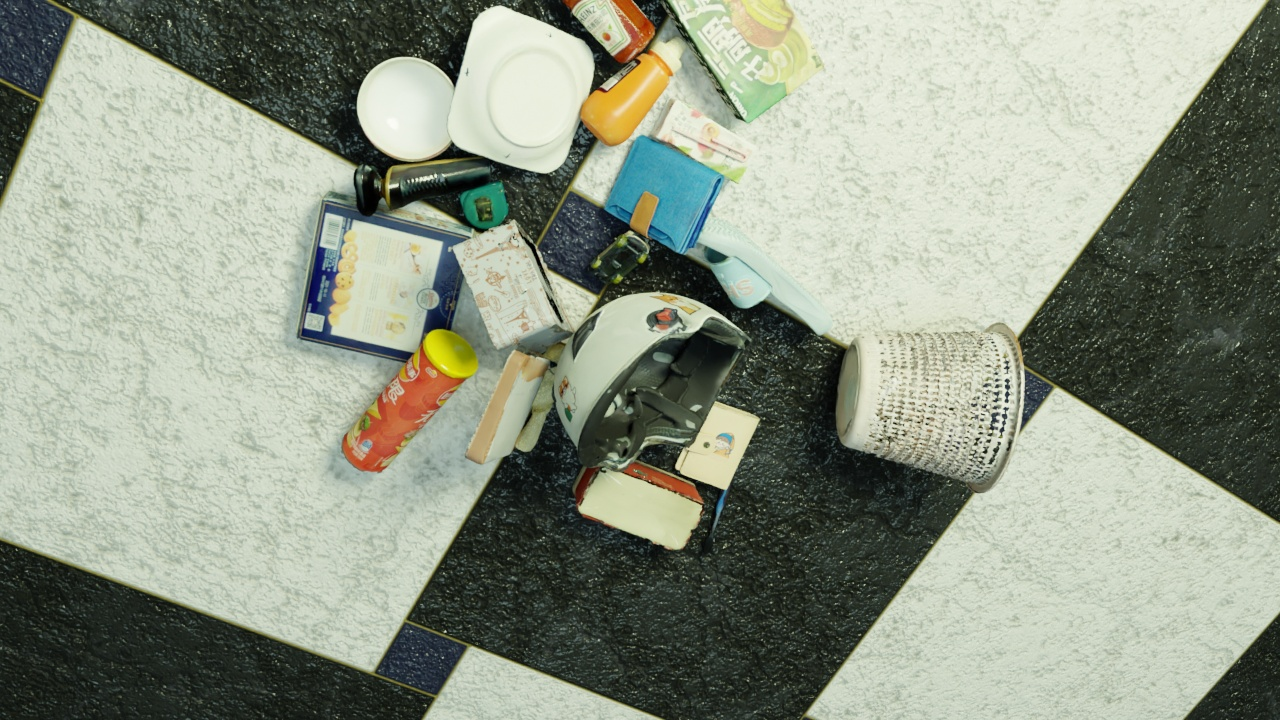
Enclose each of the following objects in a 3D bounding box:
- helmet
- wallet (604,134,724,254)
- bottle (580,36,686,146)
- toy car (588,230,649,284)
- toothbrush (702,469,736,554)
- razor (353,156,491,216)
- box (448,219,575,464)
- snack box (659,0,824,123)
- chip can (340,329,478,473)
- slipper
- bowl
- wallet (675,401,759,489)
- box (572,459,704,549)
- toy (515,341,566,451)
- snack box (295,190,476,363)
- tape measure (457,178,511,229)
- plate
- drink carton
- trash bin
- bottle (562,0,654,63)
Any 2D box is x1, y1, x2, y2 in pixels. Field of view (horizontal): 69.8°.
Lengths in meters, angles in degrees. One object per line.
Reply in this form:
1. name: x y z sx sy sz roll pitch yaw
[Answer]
1. helmet: -0.007 0.007 1.126 0.273 0.157 0.231 -14 139 -42
2. wallet: 0.026 -0.199 1.096 0.040 0.133 0.106 5 115 -54
3. bottle: -0.002 -0.321 1.076 0.149 0.067 0.067 -46 111 2
4. toy car: -0.026 -0.130 1.139 0.042 0.035 0.091 33 138 -23
5. toothbrush: 0.119 0.195 1.322 0.014 0.016 0.190 14 106 -5
6. razor: -0.252 -0.212 1.070 0.167 0.067 0.062 -16 132 -22
7. box: -0.145 -0.017 1.069 0.126 0.179 0.273 0 88 3
8. snack box: 0.100 -0.404 1.056 0.114 0.063 0.240 -35 112 6
9. chip can: -0.289 0.053 1.136 0.073 0.073 0.217 35 122 -20
10. slipper: 0.146 -0.100 1.166 0.245 0.104 0.074 35 104 -26
11. bowl: -0.261 -0.287 1.045 0.113 0.062 0.113 -3 110 -9
12. wallet: 0.104 0.117 1.280 0.087 0.024 0.115 21 107 -8
13. box: -0.003 0.196 1.265 0.168 0.079 0.091 24 105 -16
14. toy: -0.133 0.046 1.193 0.105 0.066 0.157 28 97 0
15. snack box: -0.311 -0.094 1.121 0.182 0.045 0.178 14 109 -14
16. tape measure: -0.188 -0.188 1.116 0.058 0.025 0.054 -16 112 -2
17. plate: -0.128 -0.300 1.042 0.164 0.034 0.164 8 108 -38
18. drink carton: 0.079 -0.267 1.116 0.122 0.045 0.053 26 104 -18
19. trash bin: 0.368 0.052 1.211 0.192 0.227 0.228 7 110 1
20. bottle: -0.070 -0.425 1.023 0.060 0.059 0.206 -44 111 9
